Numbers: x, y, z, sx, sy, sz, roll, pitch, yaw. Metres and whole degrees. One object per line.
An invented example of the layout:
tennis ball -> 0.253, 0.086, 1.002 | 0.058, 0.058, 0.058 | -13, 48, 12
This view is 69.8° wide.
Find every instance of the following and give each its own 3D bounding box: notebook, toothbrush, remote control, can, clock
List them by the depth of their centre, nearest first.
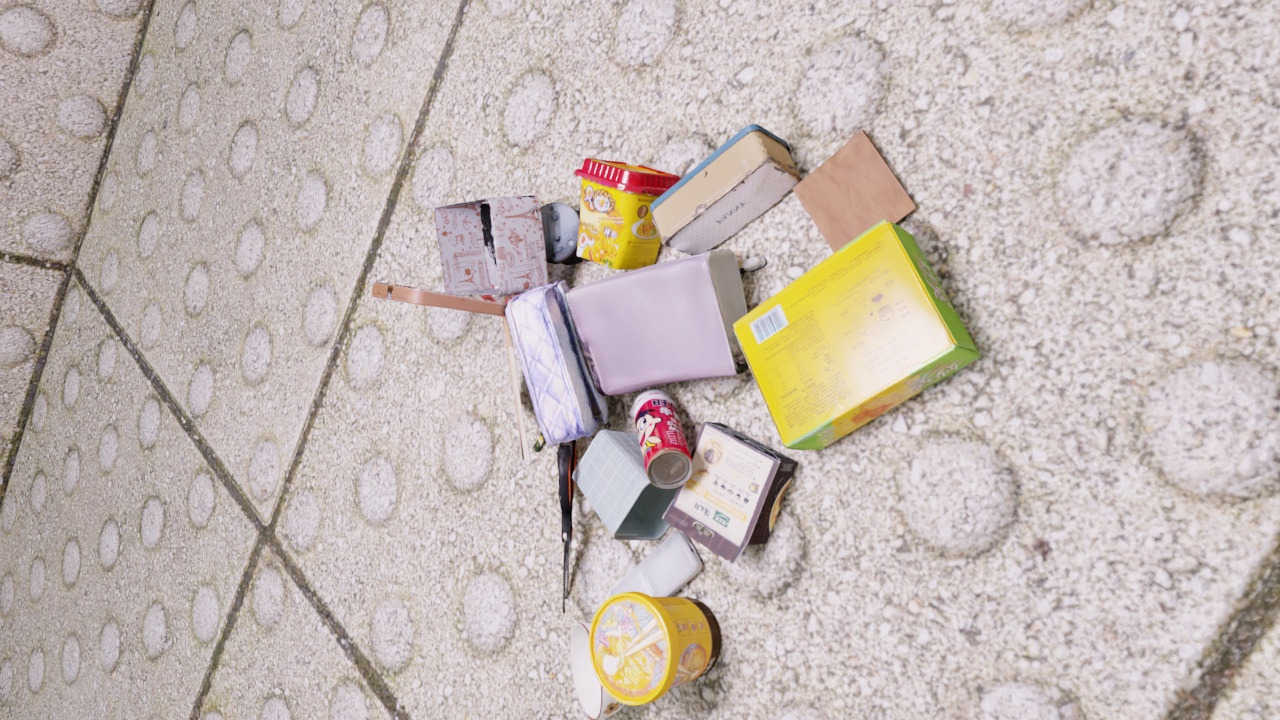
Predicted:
can -> 0.024, 0.089, 1.074 | 0.053, 0.053, 0.132 | -53, 24, 21
remote control -> 0.018, 0.266, 1.110 | 0.136, 0.020, 0.056 | -48, 58, 24
toothbrush -> 0.075, -0.089, 1.120 | 0.182, 0.018, 0.015 | -23, 74, 37
notebook -> -0.164, 0.021, 1.192 | 0.211, 0.012, 0.149 | -121, 24, -69
clock -> -0.095, -0.171, 1.243 | 0.122, 0.055, 0.082 | -5, 84, 23
toothbrush -> -0.098, 0.052, 1.246 | 0.017, 0.012, 0.186 | 43, 111, 31

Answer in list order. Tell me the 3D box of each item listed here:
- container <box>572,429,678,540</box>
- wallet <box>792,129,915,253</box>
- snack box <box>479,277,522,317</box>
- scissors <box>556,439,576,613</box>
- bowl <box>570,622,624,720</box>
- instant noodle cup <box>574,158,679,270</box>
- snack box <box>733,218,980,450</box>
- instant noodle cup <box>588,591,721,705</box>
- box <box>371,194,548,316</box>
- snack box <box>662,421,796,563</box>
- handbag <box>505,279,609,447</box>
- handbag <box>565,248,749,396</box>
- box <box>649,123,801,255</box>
container -> -0.014, 0.148, 1.113 | 0.111, 0.090, 0.090 | 45, 111, 38
wallet -> 0.231, -0.177, 1.000 | 0.101, 0.020, 0.115 | -39, 63, 29
snack box -> -0.181, -0.143, 1.337 | 0.075, 0.025, 0.153 | 42, 110, 35
scissors -> -0.097, 0.198, 1.165 | 0.022, 0.211, 0.221 | 1, 61, 0
bowl -> -0.039, 0.370, 1.104 | 0.114, 0.062, 0.113 | 176, 90, -68
instant noodle cup -> -0.022, -0.183, 1.161 | 0.116, 0.115, 0.124 | 25, 111, 39
snack box -> 0.217, -0.021, 0.954 | 0.211, 0.070, 0.157 | -36, 62, 30
instant noodle cup -> 0.022, 0.319, 1.038 | 0.119, 0.114, 0.118 | -7, 80, 39
box -> -0.252, -0.132, 1.219 | 0.183, 0.193, 0.157 | 6, 104, 54
snack box -> 0.100, 0.147, 1.038 | 0.113, 0.053, 0.126 | 27, 101, 40
handbag -> -0.098, 0.003, 1.140 | 0.076, 0.134, 0.194 | -15, 100, 9
handbag -> 0.028, -0.042, 1.088 | 0.197, 0.098, 0.145 | -11, 91, 31
box -> 0.102, -0.197, 1.067 | 0.185, 0.089, 0.059 | -36, 61, 28
